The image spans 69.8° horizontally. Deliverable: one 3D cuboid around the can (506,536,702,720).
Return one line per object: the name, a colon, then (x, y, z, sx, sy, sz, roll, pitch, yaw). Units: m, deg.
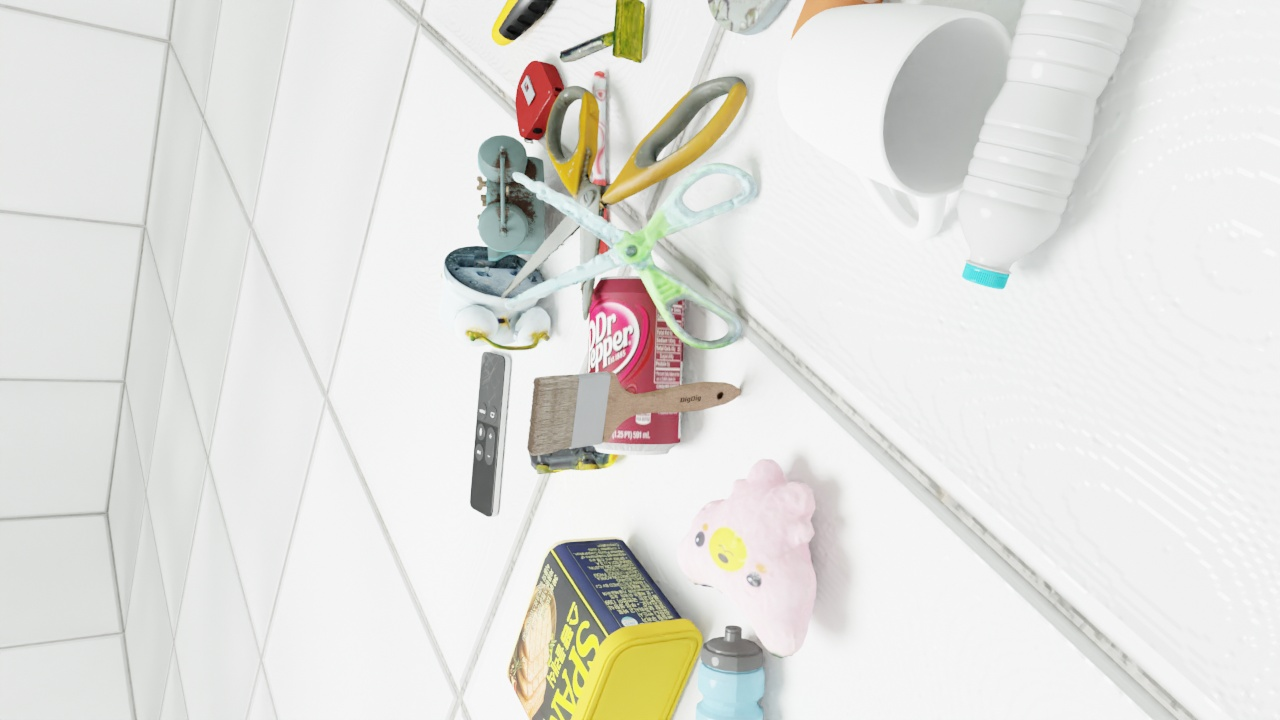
can: (-0.031, 0.203, 0.628, 0.104, 0.075, 0.135, 45, 123, 48)

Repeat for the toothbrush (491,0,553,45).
toothbrush: (-0.065, -0.318, 0.738, 0.197, 0.031, 0.030, -31, 67, 43)

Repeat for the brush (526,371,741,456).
brush: (0.001, 0.024, 0.534, 0.008, 0.142, 0.045, 35, 124, 50)

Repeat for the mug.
mug: (0.121, -0.115, 0.447, 0.087, 0.080, 0.114, 43, 153, 53)

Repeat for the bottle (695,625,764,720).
bottle: (0.052, 0.222, 0.542, 0.040, 0.040, 0.130, 4, 91, 53)

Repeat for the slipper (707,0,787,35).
slipper: (0.101, -0.303, 0.493, 0.270, 0.054, 0.098, -50, 49, 42)

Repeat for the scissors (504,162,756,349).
scissors: (-0.002, -0.073, 0.566, 0.166, 0.171, 0.024, -54, 7, 9)

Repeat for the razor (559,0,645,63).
razor: (-0.033, -0.240, 0.696, 0.106, 0.026, 0.042, 9, 98, 57)

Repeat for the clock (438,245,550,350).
clock: (-0.120, -0.046, 0.752, 0.117, 0.083, 0.057, 56, 135, 43)

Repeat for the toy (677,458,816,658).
toy: (0.067, 0.106, 0.519, 0.102, 0.050, 0.093, 35, 111, 45)

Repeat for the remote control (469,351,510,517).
remote control: (-0.136, 0.066, 0.829, 0.045, 0.008, 0.146, 12, 98, 53)

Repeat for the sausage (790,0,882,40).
sausage: (0.125, -0.224, 0.465, 0.165, 0.039, 0.044, -63, 25, 28)

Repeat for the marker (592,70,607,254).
marker: (-0.031, -0.149, 0.695, 0.013, 0.012, 0.142, -5, 84, 53)

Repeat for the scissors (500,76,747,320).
scissors: (-0.020, -0.129, 0.627, 0.230, 0.016, 0.224, -27, 51, 31)

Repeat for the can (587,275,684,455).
can: (-0.004, 0.004, 0.608, 0.063, 0.063, 0.114, 1, 89, 53)

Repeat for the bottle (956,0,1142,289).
bottle: (0.170, -0.098, 0.395, 0.044, 0.044, 0.136, 33, 115, 49)

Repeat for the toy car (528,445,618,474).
toy car: (-0.053, 0.061, 0.699, 0.107, 0.030, 0.049, -11, 81, 50)

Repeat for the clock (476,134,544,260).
clock: (-0.102, -0.126, 0.720, 0.124, 0.053, 0.090, 171, 98, -82)

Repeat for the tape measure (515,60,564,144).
tape measure: (-0.089, -0.220, 0.770, 0.059, 0.019, 0.051, -49, 52, 40)
